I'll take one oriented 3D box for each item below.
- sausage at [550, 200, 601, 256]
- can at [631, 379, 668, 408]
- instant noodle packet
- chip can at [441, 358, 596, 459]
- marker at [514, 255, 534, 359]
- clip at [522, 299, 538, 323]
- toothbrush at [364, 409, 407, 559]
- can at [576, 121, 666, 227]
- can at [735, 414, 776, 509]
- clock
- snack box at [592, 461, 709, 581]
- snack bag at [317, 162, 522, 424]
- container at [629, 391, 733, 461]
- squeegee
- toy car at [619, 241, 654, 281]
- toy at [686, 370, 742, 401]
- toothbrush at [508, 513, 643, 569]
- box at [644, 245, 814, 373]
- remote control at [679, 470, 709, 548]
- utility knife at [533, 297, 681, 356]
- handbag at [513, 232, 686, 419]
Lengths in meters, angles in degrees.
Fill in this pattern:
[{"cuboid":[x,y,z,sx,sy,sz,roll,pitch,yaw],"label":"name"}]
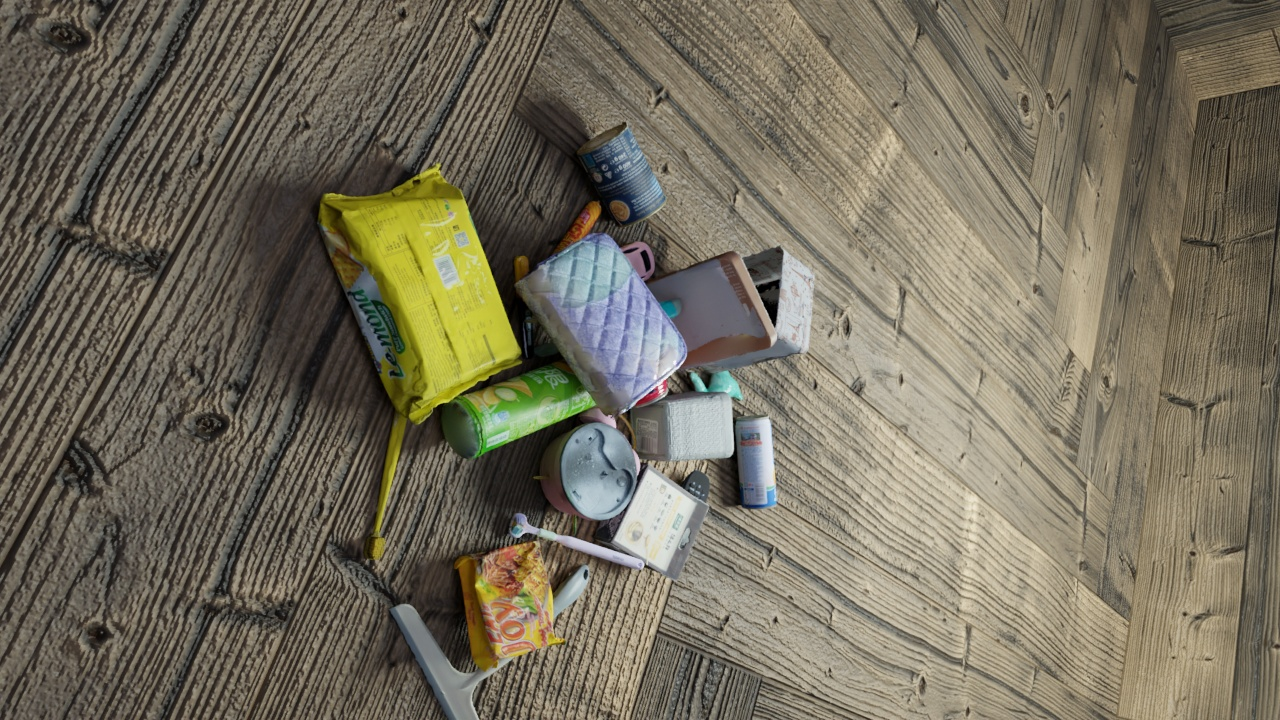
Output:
[{"cuboid":[-0.090,-0.141,1.139,0.021,0.021,0.164,49,57,-31],"label":"sausage"},{"cuboid":[-0.007,0.007,1.182,0.066,0.067,0.094,-35,112,-39],"label":"can"},{"cuboid":[-0.145,0.271,1.025,0.110,0.044,0.128,-4,72,-38],"label":"instant noodle packet"},{"cuboid":[-0.126,0.047,1.063,0.220,0.073,0.072,-22,103,-43],"label":"chip can"},{"cuboid":[-0.138,-0.063,1.096,0.018,0.015,0.124,-6,95,-40],"label":"marker"},{"cuboid":[-0.100,-0.075,1.113,0.104,0.035,0.083,21,73,-47],"label":"clip"},{"cuboid":[-0.263,0.115,0.968,0.015,0.017,0.190,19,75,-42],"label":"toothbrush"},{"cuboid":[-0.024,-0.236,1.168,0.075,0.075,0.111,-47,119,-34],"label":"can"},{"cuboid":[0.170,0.149,1.356,0.053,0.053,0.134,-7,93,-44],"label":"can"},{"cuboid":[-0.056,0.125,1.131,0.158,0.060,0.117,-46,111,-36],"label":"clock"},{"cuboid":[0.015,0.210,1.200,0.125,0.053,0.113,40,68,-36],"label":"snack box"},{"cuboid":[-0.224,-0.075,0.970,0.157,0.068,0.246,-29,103,-42],"label":"snack bag"},{"cuboid":[0.052,0.089,1.222,0.114,0.090,0.090,-2,90,-41],"label":"container"},{"cuboid":[-0.134,0.316,1.069,0.245,0.039,0.246,-36,112,-39],"label":"squeegee"},{"cuboid":[-0.026,-0.117,1.190,0.122,0.037,0.056,-29,107,-39],"label":"toy car"},{"cuboid":[0.104,0.043,1.314,0.091,0.030,0.096,-49,114,-36],"label":"toy"},{"cuboid":[-0.073,0.225,1.116,0.189,0.021,0.029,24,78,-27],"label":"toothbrush"},{"cuboid":[0.102,-0.072,1.210,0.178,0.183,0.152,30,59,-39],"label":"box"},{"cuboid":[0.060,0.217,1.268,0.053,0.024,0.136,36,66,-34],"label":"remote control"},{"cuboid":[-0.037,-0.040,1.142,0.207,0.013,0.029,-18,61,-20],"label":"utility knife"},{"cuboid":[-0.044,-0.042,1.068,0.133,0.076,0.194,-37,94,-40],"label":"handbag"}]
